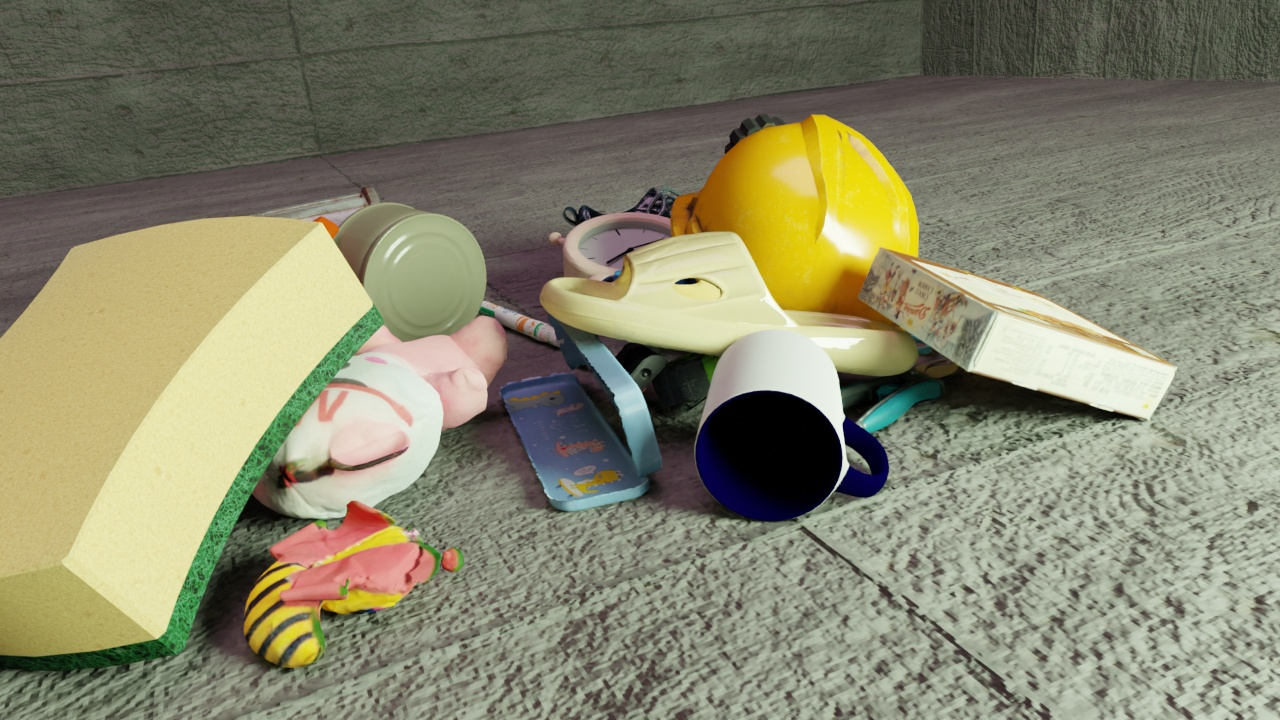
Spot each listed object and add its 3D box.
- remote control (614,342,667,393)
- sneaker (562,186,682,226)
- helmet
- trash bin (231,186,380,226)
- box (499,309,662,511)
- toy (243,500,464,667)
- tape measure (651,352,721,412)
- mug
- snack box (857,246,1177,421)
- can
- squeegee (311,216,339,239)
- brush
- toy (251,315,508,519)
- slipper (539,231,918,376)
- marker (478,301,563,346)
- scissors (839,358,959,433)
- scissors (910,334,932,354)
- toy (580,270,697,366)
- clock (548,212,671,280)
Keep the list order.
[{"bbox_3d":[-0.004,0.004,0.654,0.033,0.015,0.147,-50,7,0],"label":"remote control"},{"bbox_3d":[0.034,-0.148,1.020,0.235,0.087,0.089,-5,20,3],"label":"sneaker"},{"bbox_3d":[0.141,-0.128,0.756,0.205,0.132,0.255,6,35,-21],"label":"helmet"},{"bbox_3d":[-0.338,-0.092,0.906,0.210,0.131,0.131,-14,22,-19],"label":"trash bin"},{"bbox_3d":[-0.053,0.028,0.613,0.079,0.072,0.210,-23,25,-8],"label":"box"},{"bbox_3d":[-0.145,0.105,0.450,0.084,0.046,0.103,25,39,31],"label":"toy"},{"bbox_3d":[0.038,0.014,0.646,0.059,0.036,0.065,-19,6,12],"label":"tape measure"},{"bbox_3d":[0.091,0.041,0.529,0.112,0.079,0.096,25,23,0],"label":"mug"},{"bbox_3d":[0.241,-0.021,0.606,0.143,0.041,0.147,13,18,-19],"label":"snack box"},{"bbox_3d":[-0.211,-0.075,0.828,0.127,0.128,0.073,-23,29,-39],"label":"can"},{"bbox_3d":[-0.306,-0.044,0.758,0.250,0.055,0.184,8,60,32],"label":"squeegee"},{"bbox_3d":[-0.279,0.030,0.490,0.195,0.075,0.249,-1,45,22],"label":"brush"},{"bbox_3d":[-0.172,0.033,0.591,0.142,0.084,0.212,-2,19,12],"label":"toy"},{"bbox_3d":[0.065,-0.044,0.617,0.261,0.079,0.111,9,14,-7],"label":"slipper"},{"bbox_3d":[-0.111,-0.035,0.852,0.017,0.017,0.146,-19,24,-32],"label":"marker"},{"bbox_3d":[0.173,0.023,0.625,0.131,0.019,0.149,-2,19,3],"label":"scissors"},{"bbox_3d":[0.239,-0.018,0.720,0.119,0.015,0.138,-2,15,-16],"label":"scissors"},{"bbox_3d":[0.004,-0.050,0.761,0.113,0.071,0.175,-32,-1,41],"label":"toy"},{"bbox_3d":[-0.008,-0.083,0.895,0.131,0.086,0.160,-10,30,-15],"label":"clock"}]
